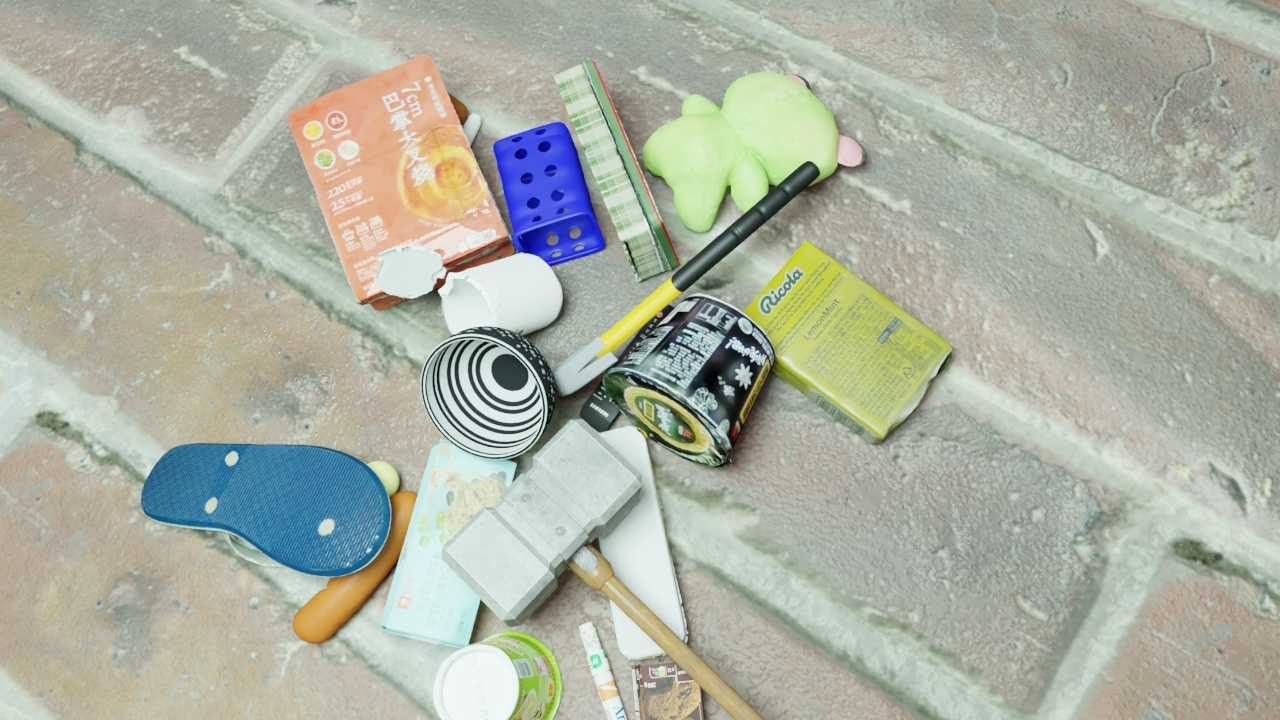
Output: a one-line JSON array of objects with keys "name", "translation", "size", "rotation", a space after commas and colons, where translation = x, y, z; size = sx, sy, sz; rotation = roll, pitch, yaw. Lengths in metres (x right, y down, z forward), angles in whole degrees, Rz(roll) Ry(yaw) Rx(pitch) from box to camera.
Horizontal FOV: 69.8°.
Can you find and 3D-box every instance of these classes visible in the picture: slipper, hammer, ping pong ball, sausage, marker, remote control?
[{"name": "slipper", "translation": [-0.350, 0.137, 0.878], "size": [0.295, 0.060, 0.118], "rotation": [6, 66, 22]}, {"name": "hammer", "translation": [0.042, -0.078, 0.858], "size": [0.323, 0.127, 0.029], "rotation": [-41, 95, -4]}, {"name": "ping pong ball", "translation": [-0.252, 0.116, 0.880], "size": [0.040, 0.040, 0.040], "rotation": [-2, 71, 6]}, {"name": "hammer", "translation": [0.005, 0.215, 0.757], "size": [0.317, 0.083, 0.162], "rotation": [41, 73, 12]}, {"name": "sausage", "translation": [-0.258, 0.193, 0.855], "size": [0.044, 0.039, 0.164], "rotation": [30, 76, 34]}, {"name": "marker", "translation": [-0.024, 0.301, 0.803], "size": [0.017, 0.017, 0.145], "rotation": [-21, 70, -1]}, {"name": "marker", "translation": [-0.204, -0.212, 0.998], "size": [0.020, 0.017, 0.133], "rotation": [4, 67, 48]}, {"name": "remote control", "translation": [-0.005, 0.005, 0.902], "size": [0.033, 0.015, 0.146], "rotation": [33, 78, 16]}]

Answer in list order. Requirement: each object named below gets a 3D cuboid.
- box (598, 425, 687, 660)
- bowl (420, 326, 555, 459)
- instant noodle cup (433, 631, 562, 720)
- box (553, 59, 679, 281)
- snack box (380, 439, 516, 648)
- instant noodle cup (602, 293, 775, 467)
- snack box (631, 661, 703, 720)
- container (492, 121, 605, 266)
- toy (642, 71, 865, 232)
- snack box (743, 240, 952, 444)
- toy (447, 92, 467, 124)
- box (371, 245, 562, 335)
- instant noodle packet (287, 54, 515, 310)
[{"name": "box", "translation": [-0.006, 0.164, 0.838], "size": [0.064, 0.037, 0.209], "rotation": [-13, 71, 4]}, {"name": "bowl", "translation": [-0.128, 0.021, 0.825], "size": [0.120, 0.066, 0.120], "rotation": [7, 114, 15]}, {"name": "instant noodle cup", "translation": [-0.124, 0.277, 0.775], "size": [0.099, 0.108, 0.098], "rotation": [-2, 70, 7]}, {"name": "box", "translation": [-0.023, -0.189, 0.918], "size": [0.051, 0.118, 0.205], "rotation": [-23, 69, 1]}, {"name": "snack box", "translation": [-0.174, 0.166, 0.835], "size": [0.075, 0.053, 0.174], "rotation": [19, 71, -16]}, {"name": "instant noodle cup", "translation": [0.052, 0.013, 0.836], "size": [0.137, 0.137, 0.112], "rotation": [31, 69, 15]}, {"name": "snack box", "translation": [0.026, 0.328, 0.771], "size": [0.051, 0.032, 0.140], "rotation": [0, 70, -15]}, {"name": "container", "translation": [-0.095, -0.168, 0.936], "size": [0.085, 0.084, 0.113], "rotation": [-16, 69, 2]}, {"name": "toy", "translation": [0.107, -0.221, 0.924], "size": [0.197, 0.107, 0.150], "rotation": [-31, 69, 5]}, {"name": "snack box", "translation": [0.190, -0.016, 0.872], "size": [0.181, 0.045, 0.121], "rotation": [38, 77, 14]}, {"name": "toy", "translation": [-0.250, -0.239, 0.995], "size": [0.095, 0.065, 0.127], "rotation": [27, 87, 43]}, {"name": "box", "translation": [-0.163, -0.067, 0.873], "size": [0.155, 0.085, 0.126], "rotation": [-29, 81, -48]}, {"name": "instant noodle packet", "translation": [-0.245, -0.182, 0.925], "size": [0.164, 0.084, 0.221], "rotation": [-24, 89, -1]}]
